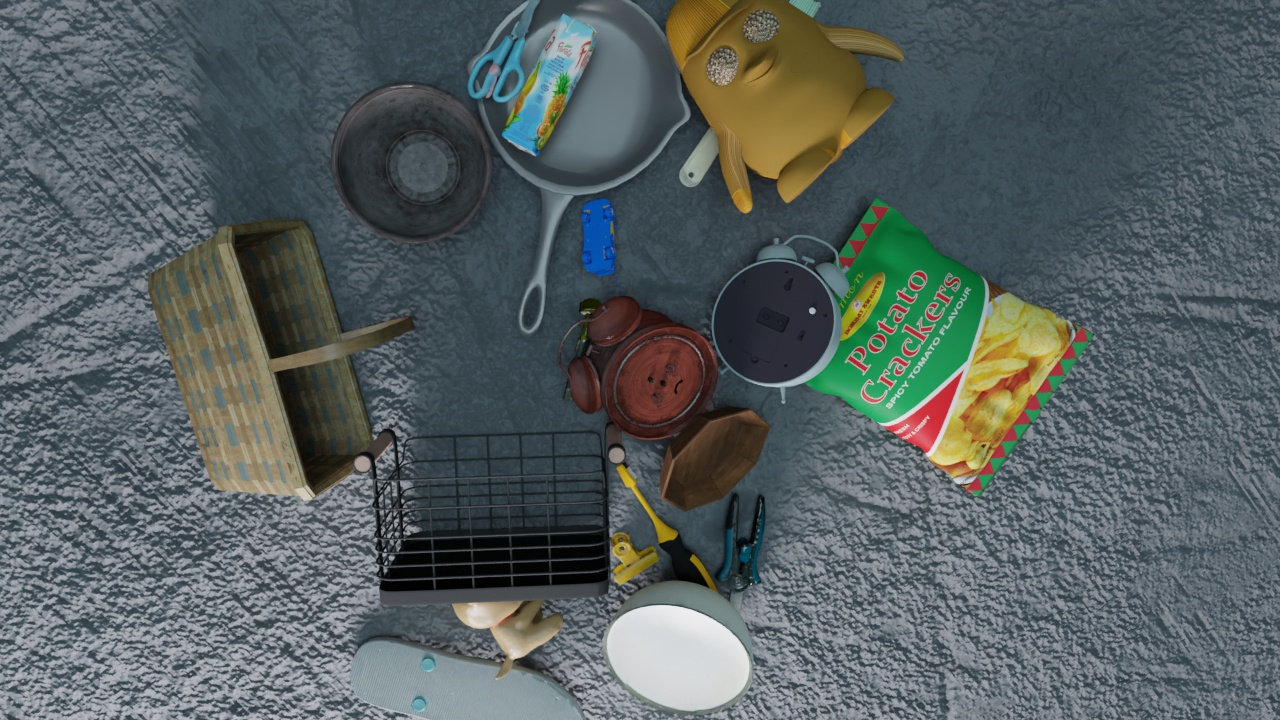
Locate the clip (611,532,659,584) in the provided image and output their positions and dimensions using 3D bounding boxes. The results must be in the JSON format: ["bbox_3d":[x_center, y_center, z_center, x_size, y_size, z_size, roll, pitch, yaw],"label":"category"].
[{"bbox_3d":[-0.013,0.203,0.971,0.053,0.039,0.047,-33,103,4],"label":"clip"}]

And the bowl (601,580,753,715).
[{"bbox_3d":[0.043,0.284,0.940,0.153,0.072,0.154,7,121,11],"label":"bowl"}]

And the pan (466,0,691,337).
[{"bbox_3d":[-0.072,-0.196,0.887,0.216,0.024,0.354,13,94,1],"label":"pan"}]

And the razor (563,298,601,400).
[{"bbox_3d":[-0.061,-0.008,0.927,0.026,0.042,0.106,13,107,-8],"label":"razor"}]

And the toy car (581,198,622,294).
[{"bbox_3d":[-0.031,-0.108,0.920,0.033,0.062,0.092,-9,73,23],"label":"toy car"}]

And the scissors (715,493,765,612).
[{"bbox_3d":[0.113,0.210,0.975,0.137,0.019,0.129,-39,99,5],"label":"scissors"}]

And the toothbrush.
[{"bbox_3d":[0.031,0.188,0.959,0.031,0.030,0.197,-26,103,34],"label":"toothbrush"}]

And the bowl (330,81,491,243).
[{"bbox_3d":[-0.211,-0.185,0.870,0.145,0.067,0.145,0,99,-3],"label":"bowl"}]

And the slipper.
[{"bbox_3d":[-0.172,0.350,0.971,0.269,0.054,0.098,19,95,5],"label":"slipper"}]

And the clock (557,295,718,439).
[{"bbox_3d":[-0.005,0.005,0.886,0.157,0.072,0.121,16,106,-30],"label":"clock"}]

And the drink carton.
[{"bbox_3d":[-0.083,-0.255,0.848,0.038,0.044,0.129,28,95,0],"label":"drink carton"}]

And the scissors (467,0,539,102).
[{"bbox_3d":[-0.114,-0.302,0.855,0.063,0.015,0.138,27,92,28],"label":"scissors"}]

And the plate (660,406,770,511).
[{"bbox_3d":[0.070,0.094,0.921,0.131,0.025,0.131,-24,138,-24],"label":"plate"}]

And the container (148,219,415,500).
[{"bbox_3d":[-0.312,-0.007,0.852,0.186,0.157,0.250,-12,99,10],"label":"container"}]

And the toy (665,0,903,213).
[{"bbox_3d":[0.111,-0.260,0.828,0.199,0.162,0.203,-44,89,9],"label":"toy"}]

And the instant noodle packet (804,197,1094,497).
[{"bbox_3d":[0.286,-0.011,0.912,0.253,0.090,0.196,32,98,0],"label":"instant noodle packet"}]

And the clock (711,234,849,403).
[{"bbox_3d":[0.140,-0.046,0.898,0.122,0.045,0.159,26,93,24],"label":"clock"}]

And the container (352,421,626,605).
[{"bbox_3d":[-0.135,0.136,0.876,0.241,0.162,0.130,-2,99,-3],"label":"container"}]

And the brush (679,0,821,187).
[{"bbox_3d":[0.104,-0.265,0.905,0.033,0.012,0.218,33,97,-8],"label":"brush"}]

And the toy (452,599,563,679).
[{"bbox_3d":[-0.139,0.249,0.929,0.105,0.134,0.108,-46,106,-29],"label":"toy"}]
